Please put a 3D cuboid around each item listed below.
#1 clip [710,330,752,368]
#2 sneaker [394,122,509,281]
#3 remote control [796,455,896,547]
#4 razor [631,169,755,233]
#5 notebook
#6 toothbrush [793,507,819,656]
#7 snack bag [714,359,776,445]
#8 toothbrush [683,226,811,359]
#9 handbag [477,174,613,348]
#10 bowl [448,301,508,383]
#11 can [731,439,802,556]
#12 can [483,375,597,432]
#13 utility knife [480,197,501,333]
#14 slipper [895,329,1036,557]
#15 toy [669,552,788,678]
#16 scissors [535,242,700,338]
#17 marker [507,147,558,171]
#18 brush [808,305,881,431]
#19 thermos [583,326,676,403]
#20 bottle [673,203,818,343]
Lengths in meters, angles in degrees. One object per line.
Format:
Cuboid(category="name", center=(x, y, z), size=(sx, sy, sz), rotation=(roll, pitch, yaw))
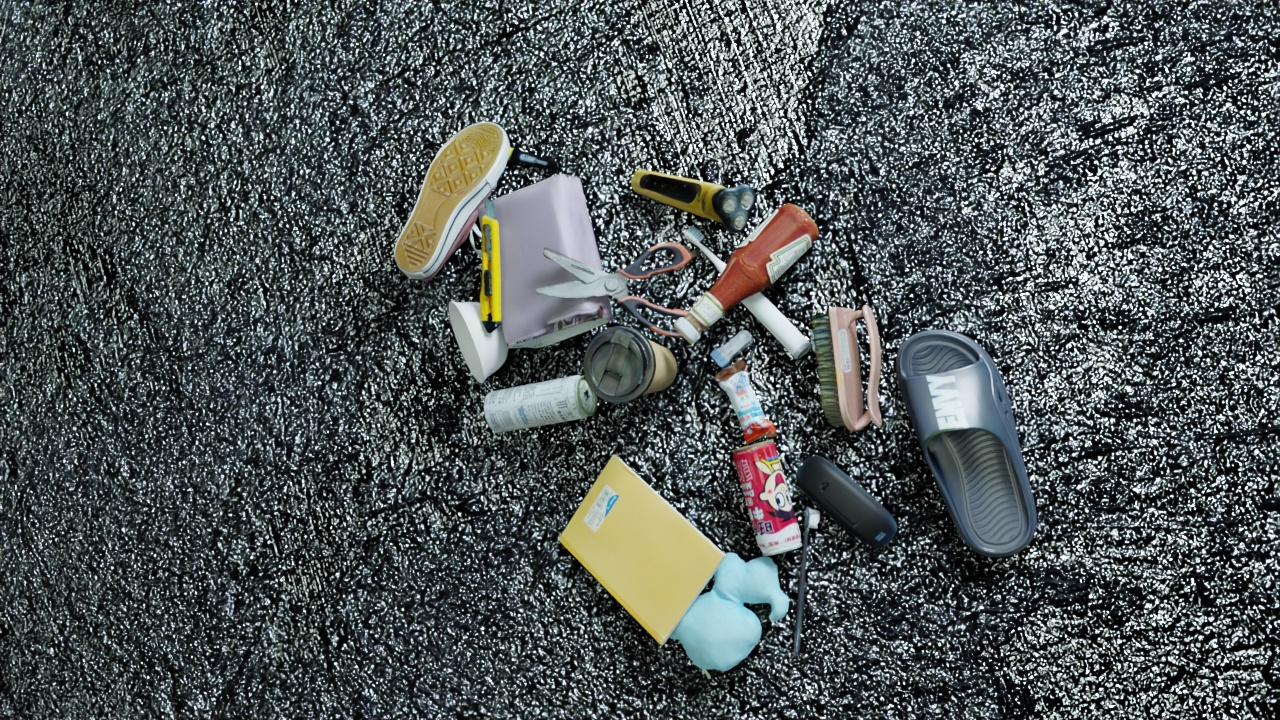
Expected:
Cuboid(category="clip", center=(0.117, -0.016, 1.154), size=(0.058, 0.044, 0.027), rotation=(-38, 72, 8))
Cuboid(category="sneaker", center=(-0.253, -0.215, 1.275), size=(0.118, 0.088, 0.241), rotation=(28, 86, 14))
Cuboid(category="remote control", center=(0.244, 0.169, 1.094), size=(0.136, 0.024, 0.053), rotation=(41, 104, 18))
Cuboid(category="razor", center=(0.062, -0.210, 1.162), size=(0.168, 0.067, 0.062), rotation=(21, 95, 28))
Cuboid(category="notebook", center=(-0.003, 0.239, 1.178), size=(0.206, 0.010, 0.146), rotation=(39, 103, 30))
Cuboid(category="toothbrush", center=(0.199, 0.269, 1.114), size=(0.018, 0.015, 0.181), rotation=(7, 90, 13))
Cuboid(category="snack bag", center=(0.131, 0.054, 1.142), size=(0.045, 0.026, 0.105), rotation=(-29, 76, 22))
Cuboid(category="toothbrush", center=(0.129, -0.089, 1.148), size=(0.026, 0.027, 0.221), rotation=(-39, 73, -7))
Cuboid(category="handbag", center=(-0.121, -0.128, 1.209), size=(0.145, 0.098, 0.197), rotation=(-17, 83, 33))
Cuboid(category="bowl", center=(-0.210, -0.035, 1.255), size=(0.064, 0.118, 0.118), rotation=(-22, 77, -20))
Cuboid(category="can", center=(0.154, 0.166, 1.115), size=(0.053, 0.053, 0.132), rotation=(-18, 82, 20))
Cuboid(category="can", center=(-0.135, 0.059, 1.232), size=(0.147, 0.058, 0.058), rotation=(-11, 84, 21))
Cuboid(category="utility knife", center=(-0.197, -0.123, 1.190), size=(0.033, 0.015, 0.177), rotation=(1, 93, 35))
Cuboid(category="slipper", center=(0.366, 0.090, 1.018), size=(0.111, 0.083, 0.268), rotation=(-20, 82, 18))
Cuboid(category="toy", center=(0.106, 0.315, 1.129), size=(0.162, 0.049, 0.156), rotation=(0, 78, 33))
Cuboid(category="scissors", center=(-0.015, -0.094, 1.155), size=(0.224, 0.015, 0.189), rotation=(-33, 95, -15))
Cuboid(category="marker", center=(-0.168, -0.284, 1.280), size=(0.124, 0.015, 0.018), rotation=(19, 100, 20))
Cuboid(category="brush", center=(0.246, 0.010, 1.078), size=(0.073, 0.063, 0.145), rotation=(-8, 86, 32))
Cuboid(category="thermos", center=(-0.007, 0.007, 1.136), size=(0.093, 0.143, 0.093), rotation=(-1, 88, 23))
Cuboid(category="bottle", center=(0.124, -0.102, 1.108), size=(0.206, 0.060, 0.060), rotation=(-44, 73, 0))
